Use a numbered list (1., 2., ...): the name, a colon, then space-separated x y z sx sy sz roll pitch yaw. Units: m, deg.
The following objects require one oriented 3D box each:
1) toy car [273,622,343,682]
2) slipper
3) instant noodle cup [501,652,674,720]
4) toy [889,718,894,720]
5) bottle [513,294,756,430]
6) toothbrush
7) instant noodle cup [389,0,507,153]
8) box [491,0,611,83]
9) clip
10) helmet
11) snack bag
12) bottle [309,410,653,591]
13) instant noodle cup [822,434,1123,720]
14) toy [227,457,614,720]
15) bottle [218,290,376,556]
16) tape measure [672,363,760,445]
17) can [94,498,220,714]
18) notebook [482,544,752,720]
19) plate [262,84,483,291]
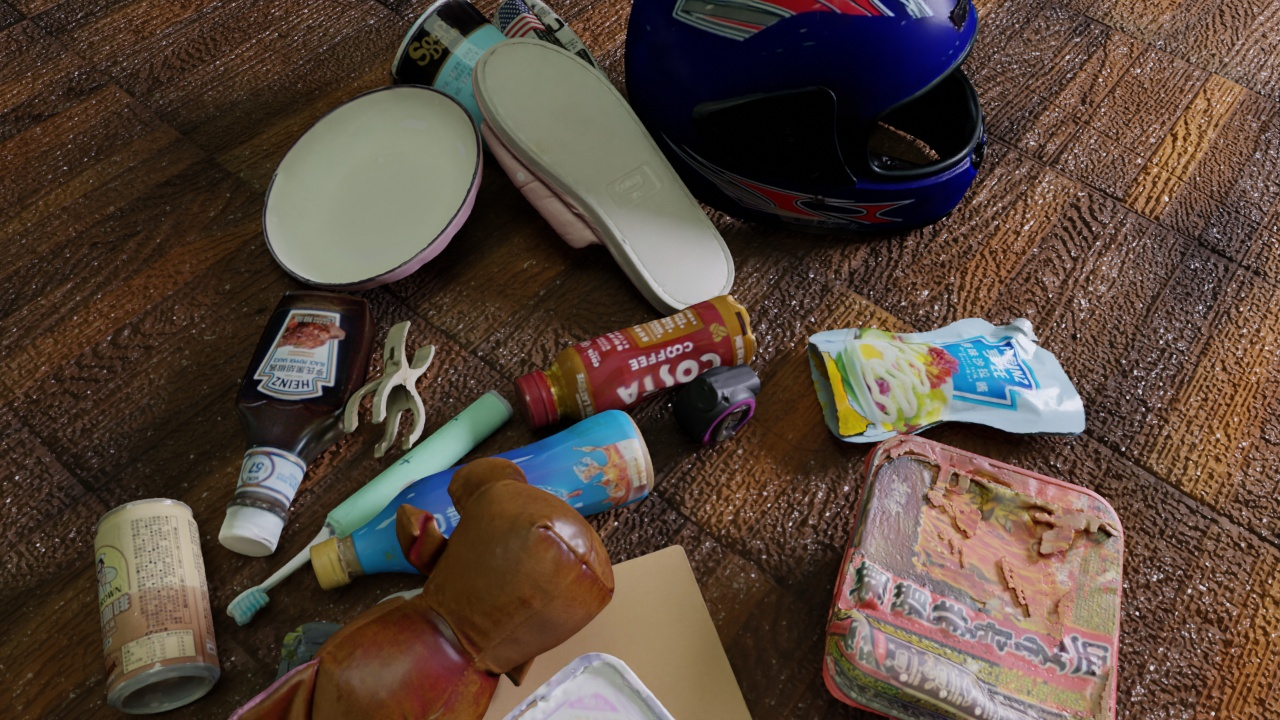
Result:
1. toy car: -0.194 0.199 0.535 0.043 0.036 0.091 6 56 2
2. slipper: -0.031 -0.142 0.738 0.274 0.055 0.114 48 65 -1
3. instant noodle cup: -0.016 0.259 0.477 0.137 0.060 0.173 -35 63 -22
4. toy: 0.183 0.253 0.517 0.108 0.039 0.083 25 48 14
5. bottle: -0.004 0.004 0.668 0.174 0.058 0.057 -20 59 -16
6. toothbrush: -0.176 0.093 0.614 0.224 0.026 0.027 -39 49 -26
7. instant noodle cup: -0.136 -0.234 0.795 0.120 0.111 0.111 39 60 2
8. box: -0.091 -0.276 0.859 0.087 0.076 0.163 -33 65 -1
9. clip: -0.169 0.028 0.660 0.035 0.082 0.104 -19 27 23
10. helmet: 0.145 -0.250 0.740 0.315 0.241 0.246 11 55 2
11. snack bag: 0.228 0.014 0.689 0.191 0.039 0.110 -4 45 -7
12. bottle: -0.101 0.094 0.595 0.218 0.065 0.065 -18 59 -15
13. instant noodle cup: 0.201 0.149 0.567 0.164 0.079 0.188 18 57 9
14. toy: -0.112 0.151 0.512 0.199 0.131 0.140 -50 115 -18
15. bottle: -0.242 0.039 0.639 0.080 0.044 0.194 6 56 2
16. tape measure: 0.054 0.033 0.651 0.057 0.058 0.039 -15 57 -39
17. can: -0.292 0.146 0.552 0.058 0.059 0.116 -17 58 -15
18. notebook: -0.046 0.207 0.555 0.207 0.008 0.147 -15 58 -13
19. plate: -0.210 -0.135 0.738 0.193 0.039 0.192 -7 63 14
